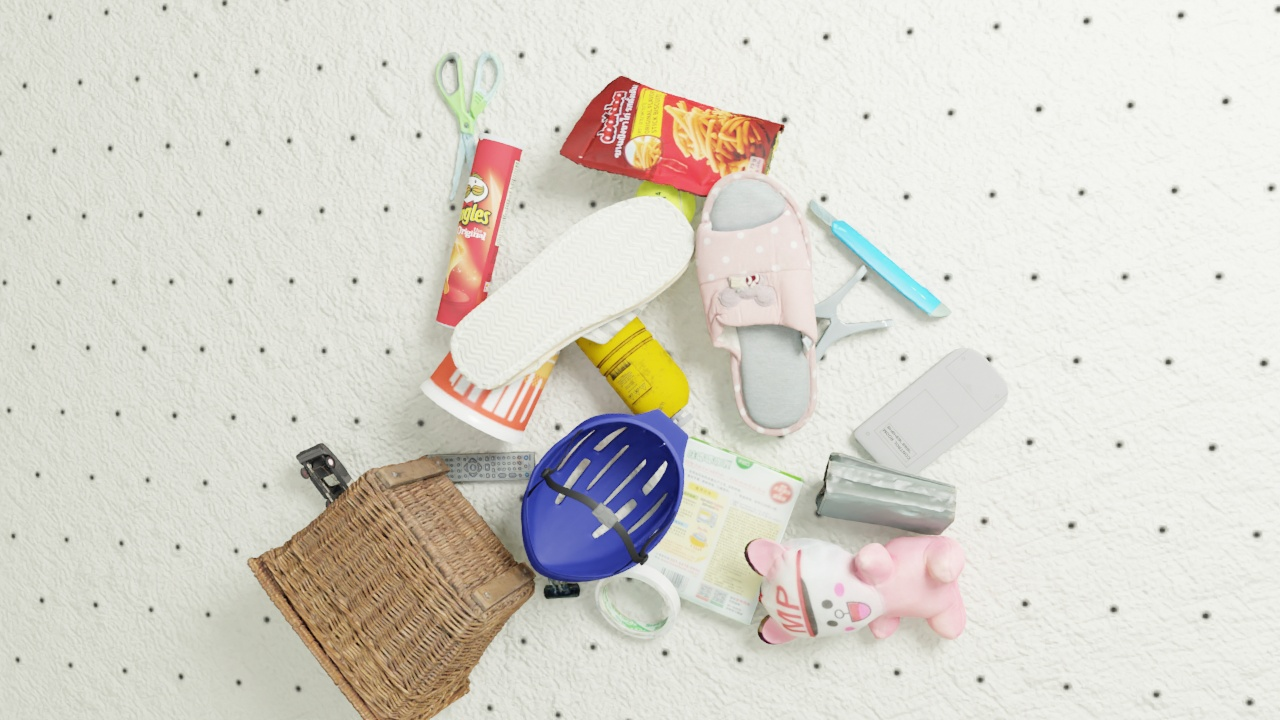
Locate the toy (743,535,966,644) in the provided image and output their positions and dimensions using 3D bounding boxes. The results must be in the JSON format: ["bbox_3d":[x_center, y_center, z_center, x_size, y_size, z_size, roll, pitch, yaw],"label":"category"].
[{"bbox_3d":[0.218,0.228,0.929,0.213,0.084,0.142,-9,126,10],"label":"toy"}]

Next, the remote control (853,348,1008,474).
[{"bbox_3d":[0.299,0.055,0.940,0.151,0.019,0.074,-42,84,12],"label":"remote control"}]

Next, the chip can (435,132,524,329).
[{"bbox_3d":[-0.179,-0.140,1.019,0.052,0.051,0.215,16,97,11],"label":"chip can"}]

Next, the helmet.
[{"bbox_3d":[-0.049,0.152,0.915,0.148,0.227,0.242,42,105,-1],"label":"helmet"}]

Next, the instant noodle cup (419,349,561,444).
[{"bbox_3d":[-0.152,0.006,0.992,0.123,0.123,0.121,31,91,9],"label":"instant noodle cup"}]

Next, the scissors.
[{"bbox_3d":[-0.204,-0.264,1.039,0.093,0.032,0.175,12,92,9],"label":"scissors"}]

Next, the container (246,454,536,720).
[{"bbox_3d":[-0.250,0.235,0.985,0.250,0.162,0.183,46,105,12],"label":"container"}]

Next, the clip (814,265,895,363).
[{"bbox_3d":[0.168,-0.047,0.959,0.163,0.028,0.115,-26,89,12],"label":"clip"}]

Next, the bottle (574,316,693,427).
[{"bbox_3d":[-0.006,0.006,0.979,0.071,0.071,0.164,-41,84,11],"label":"bottle"}]

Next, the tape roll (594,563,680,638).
[{"bbox_3d":[-0.004,0.262,1.001,0.094,0.018,0.094,9,119,17],"label":"tape roll"}]

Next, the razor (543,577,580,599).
[{"bbox_3d":[-0.099,0.199,1.035,0.043,0.022,0.144,-7,91,12],"label":"razor"}]

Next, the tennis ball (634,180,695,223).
[{"bbox_3d":[0.025,-0.163,0.965,0.065,0.065,0.065,1,93,12],"label":"tennis ball"}]

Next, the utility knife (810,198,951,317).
[{"bbox_3d":[0.243,-0.104,0.944,0.185,0.031,0.015,44,140,8],"label":"utility knife"}]

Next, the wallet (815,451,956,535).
[{"bbox_3d":[0.245,0.137,0.917,0.132,0.100,0.054,14,74,11],"label":"wallet"}]

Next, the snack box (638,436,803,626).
[{"bbox_3d":[0.086,0.183,0.990,0.132,0.027,0.168,21,97,11],"label":"snack box"}]

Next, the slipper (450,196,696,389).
[{"bbox_3d":[-0.068,-0.066,0.925,0.272,0.054,0.114,-33,85,-1],"label":"slipper"}]

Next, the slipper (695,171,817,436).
[{"bbox_3d":[0.121,-0.050,0.911,0.114,0.054,0.274,-9,106,12],"label":"slipper"}]

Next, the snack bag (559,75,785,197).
[{"bbox_3d":[0.036,-0.225,0.950,0.208,0.067,0.138,16,59,10],"label":"snack bag"}]

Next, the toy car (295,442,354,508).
[{"bbox_3d":[-0.363,0.138,1.077,0.040,0.037,0.092,-23,113,11],"label":"toy car"}]

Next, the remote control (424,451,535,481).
[{"bbox_3d":[-0.186,0.122,1.054,0.137,0.013,0.033,-3,92,13],"label":"remote control"}]
